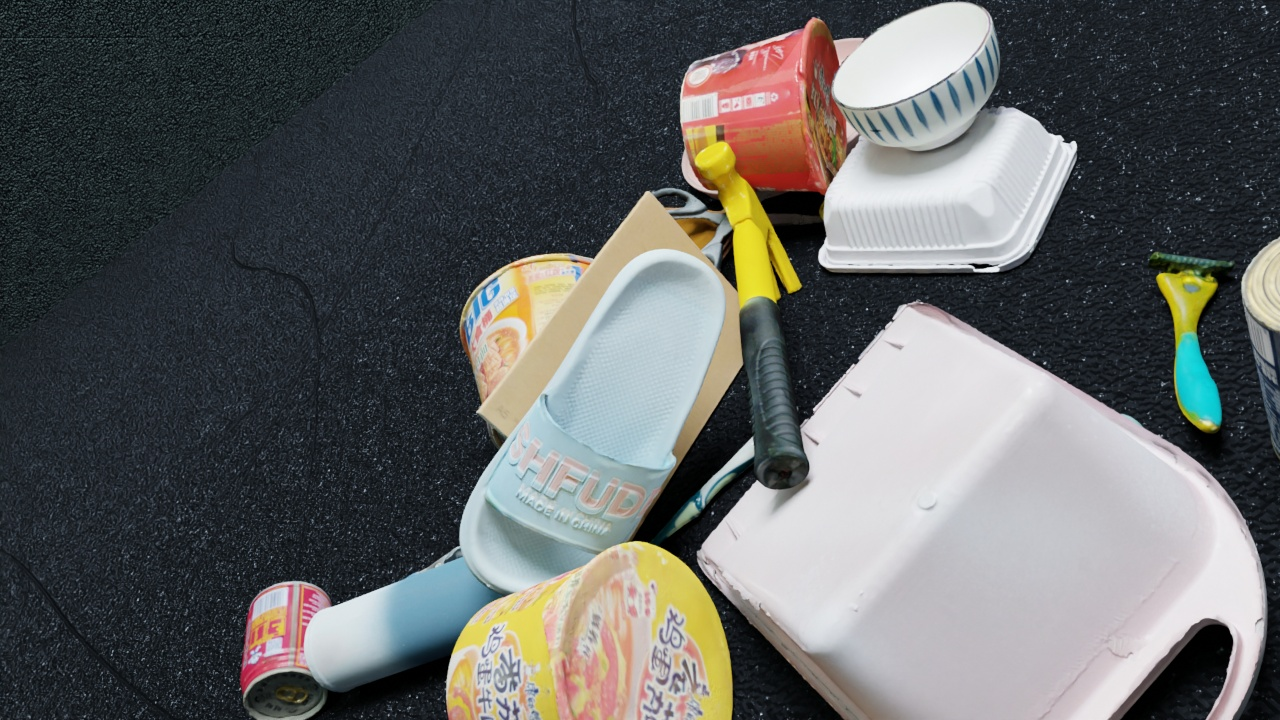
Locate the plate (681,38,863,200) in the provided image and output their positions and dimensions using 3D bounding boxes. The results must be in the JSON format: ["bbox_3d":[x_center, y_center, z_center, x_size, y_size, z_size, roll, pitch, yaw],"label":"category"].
[{"bbox_3d":[0.146,-0.235,0.906,0.230,0.028,0.229,-24,36,19],"label":"plate"}]

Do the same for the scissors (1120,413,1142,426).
[{"bbox_3d":[0.187,0.066,0.529,0.170,0.019,0.180,-39,36,6],"label":"scissors"}]

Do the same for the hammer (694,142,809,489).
[{"bbox_3d":[0.083,-0.032,0.635,0.033,0.129,0.300,-24,35,20],"label":"hammer"}]

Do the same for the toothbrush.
[{"bbox_3d":[0.042,0.099,0.628,0.191,0.016,0.018,-43,44,-6],"label":"toothbrush"}]

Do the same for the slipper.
[{"bbox_3d":[-0.020,0.043,0.573,0.245,0.104,0.074,-61,12,-1],"label":"slipper"}]

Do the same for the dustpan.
[{"bbox_3d":[0.165,0.103,0.489,0.222,0.139,0.273,-50,7,4],"label":"dustpan"}]

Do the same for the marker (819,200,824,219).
[{"bbox_3d":[0.189,-0.165,0.793,0.018,0.015,0.123,30,64,14],"label":"marker"}]

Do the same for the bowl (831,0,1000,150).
[{"bbox_3d":[0.205,-0.197,0.667,0.117,0.066,0.116,-25,37,21],"label":"bowl"}]

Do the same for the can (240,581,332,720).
[{"bbox_3d":[-0.278,0.231,0.726,0.066,0.066,0.093,-35,34,5],"label":"can"}]

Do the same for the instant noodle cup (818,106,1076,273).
[{"bbox_3d":[0.220,-0.133,0.694,0.174,0.060,0.137,5,53,47],"label":"instant noodle cup"}]

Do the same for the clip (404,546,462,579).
[{"bbox_3d":[-0.158,0.170,0.726,0.056,0.024,0.027,-28,38,5],"label":"clip"}]

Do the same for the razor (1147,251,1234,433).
[{"bbox_3d":[0.302,-0.009,0.500,0.043,0.028,0.132,12,49,12],"label":"razor"}]

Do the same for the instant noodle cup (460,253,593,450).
[{"bbox_3d":[-0.063,0.008,0.724,0.151,0.151,0.111,-29,43,14],"label":"instant noodle cup"}]

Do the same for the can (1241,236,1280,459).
[{"bbox_3d":[0.316,-0.001,0.404,0.075,0.111,0.075,-25,36,20],"label":"can"}]

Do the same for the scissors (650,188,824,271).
[{"bbox_3d":[0.077,-0.124,0.804,0.159,0.014,0.180,34,76,25],"label":"scissors"}]

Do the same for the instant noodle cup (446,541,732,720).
[{"bbox_3d":[-0.032,0.178,0.509,0.110,0.138,0.137,-21,37,38],"label":"instant noodle cup"}]

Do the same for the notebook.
[{"bbox_3d":[-0.004,0.004,0.661,0.012,0.149,0.211,-3,46,56],"label":"notebook"}]

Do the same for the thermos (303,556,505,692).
[{"bbox_3d":[-0.140,0.178,0.662,0.221,0.070,0.070,-24,37,20],"label":"thermos"}]

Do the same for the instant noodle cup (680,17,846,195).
[{"bbox_3d":[0.102,-0.202,0.756,0.109,0.138,0.137,-1,48,26],"label":"instant noodle cup"}]

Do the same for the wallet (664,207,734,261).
[{"bbox_3d":[0.029,-0.108,0.861,0.131,0.035,0.118,16,61,48],"label":"wallet"}]
